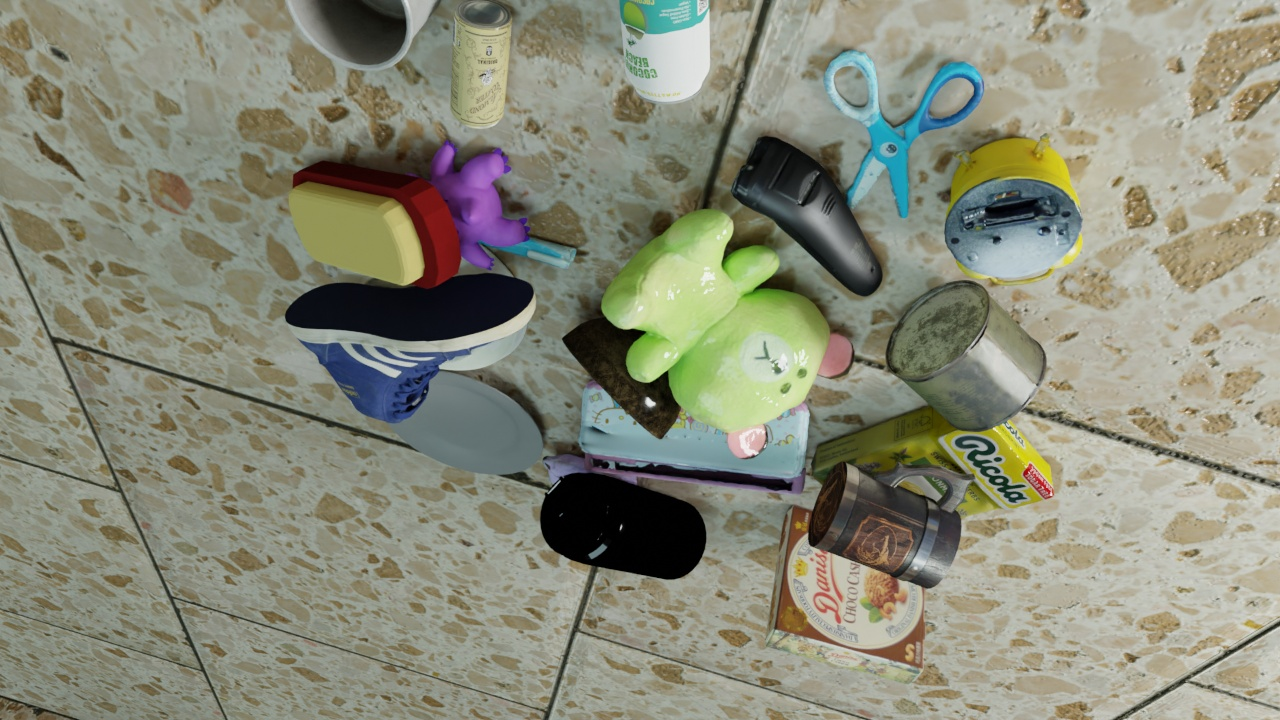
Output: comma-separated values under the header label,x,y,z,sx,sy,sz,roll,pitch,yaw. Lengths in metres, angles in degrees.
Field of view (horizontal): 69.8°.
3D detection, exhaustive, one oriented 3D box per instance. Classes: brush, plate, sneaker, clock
label,x,y,z,sx,sy,sz,roll,pitch,yaw
brush,-0.217,-0.105,0.721,0.174,0.041,0.082,16,130,35
plate,-0.194,-0.048,0.830,0.182,0.034,0.183,10,138,9
plate,-0.187,0.064,0.961,0.178,0.012,0.179,10,141,8
sneaker,-0.180,0.000,0.781,0.233,0.091,0.118,0,131,20
clock,0.249,-0.092,0.615,0.083,0.057,0.119,-7,133,25

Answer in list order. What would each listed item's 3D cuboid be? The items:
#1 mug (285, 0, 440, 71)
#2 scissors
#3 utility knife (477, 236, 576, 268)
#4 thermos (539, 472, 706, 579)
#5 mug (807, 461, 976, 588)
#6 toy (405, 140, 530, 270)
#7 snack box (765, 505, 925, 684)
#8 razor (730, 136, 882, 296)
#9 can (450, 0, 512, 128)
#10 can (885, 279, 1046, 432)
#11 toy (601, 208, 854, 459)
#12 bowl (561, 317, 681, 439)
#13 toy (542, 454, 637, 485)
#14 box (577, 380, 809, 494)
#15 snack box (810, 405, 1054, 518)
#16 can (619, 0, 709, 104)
label,x,y,z,sx,sy,sz,roll,pitch,yaw
mug,-0.167,-0.247,0.577,0.084,0.070,0.113,28,138,-12
scissors,0.179,-0.148,0.612,0.118,0.013,0.140,-4,132,25
utility knife,-0.135,-0.107,0.760,0.167,0.015,0.022,17,138,-2
thermos,-0.021,0.162,0.901,0.086,0.086,0.198,-13,156,30
mug,0.219,0.130,0.797,0.107,0.079,0.116,22,113,-1
toy,-0.144,-0.118,0.720,0.088,0.055,0.106,-1,116,33
snack box,0.207,0.231,0.915,0.147,0.142,0.041,14,140,4
razor,0.123,-0.099,0.665,0.151,0.053,0.067,39,163,-33
can,-0.110,-0.203,0.631,0.038,0.038,0.080,17,139,0
can,0.244,-0.002,0.689,0.074,0.089,0.090,37,135,-22
toy,0.061,-0.024,0.718,0.197,0.150,0.107,49,172,-34
bowl,-0.005,0.005,0.783,0.056,0.121,0.121,-44,117,2
toy,-0.053,0.129,0.974,0.100,0.036,0.080,9,148,8
box,0.053,0.070,0.881,0.214,0.091,0.090,5,180,14
snack box,0.258,0.102,0.831,0.181,0.045,0.121,-25,123,37
can,0.015,-0.214,0.563,0.055,0.054,0.102,7,138,12
